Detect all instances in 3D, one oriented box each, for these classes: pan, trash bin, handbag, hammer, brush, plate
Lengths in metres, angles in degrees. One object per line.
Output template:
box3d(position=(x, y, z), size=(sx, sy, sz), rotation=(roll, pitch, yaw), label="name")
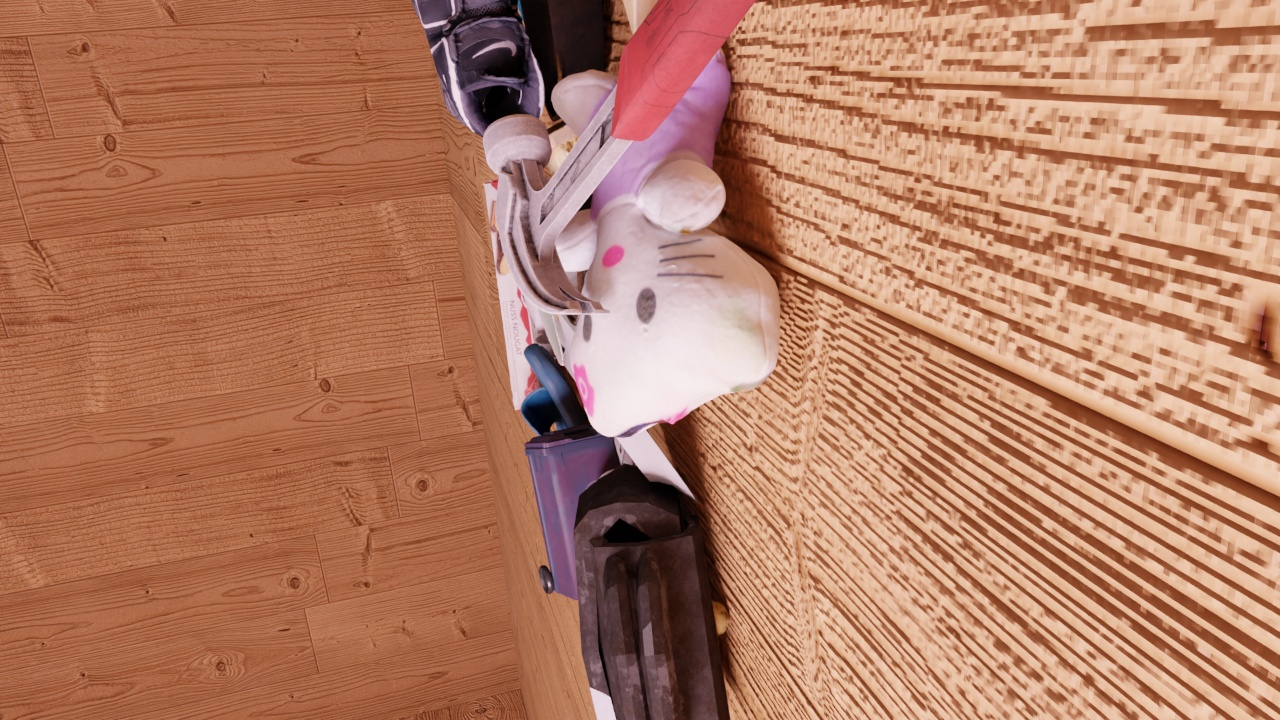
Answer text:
box3d(position=(-0.067, -0.339, 0.666), size=(0.357, 0.043, 0.248), rotation=(93, 163, -61), label="pan")
box3d(position=(-0.056, 0.146, 0.912), size=(0.092, 0.093, 0.161), rotation=(167, 92, -67), label="trash bin")
box3d(position=(0.011, 0.187, 0.643), size=(0.199, 0.102, 0.197), rotation=(-72, -26, -85), label="handbag")
box3d(position=(0.012, -0.126, 0.377), size=(0.317, 0.036, 0.126), rotation=(-41, 57, 50), label="hammer")
box3d(position=(-0.067, -0.195, 0.822), size=(0.039, 0.049, 0.117), rotation=(60, 169, -14), label="brush")
box3d(position=(-0.017, 0.039, 0.665), size=(0.173, 0.019, 0.173), rotation=(54, 177, 3), label="plate")

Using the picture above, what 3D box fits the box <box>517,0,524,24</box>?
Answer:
box3d(position=(-0.124, -0.449, 0.836), size=(0.167, 0.075, 0.244), rotation=(36, 143, 27), label="box")

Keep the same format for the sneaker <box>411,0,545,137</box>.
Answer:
box3d(position=(-0.128, -0.273, 0.713), size=(0.150, 0.097, 0.253), rotation=(-117, 15, -45), label="sneaker")

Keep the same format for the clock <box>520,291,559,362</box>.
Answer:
box3d(position=(-0.096, -0.069, 1.008), size=(0.159, 0.061, 0.119), rotation=(91, 162, -52), label="clock")

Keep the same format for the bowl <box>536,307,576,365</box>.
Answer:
box3d(position=(-0.069, -0.087, 0.846), size=(0.174, 0.068, 0.174), rotation=(163, 91, -82), label="bowl")

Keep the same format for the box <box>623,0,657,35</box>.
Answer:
box3d(position=(0.007, -0.325, 0.402), size=(0.258, 0.076, 0.246), rotation=(111, 151, -53), label="box")

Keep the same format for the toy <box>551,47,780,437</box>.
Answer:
box3d(position=(0.009, -0.066, 0.495), size=(0.138, 0.085, 0.209), rotation=(-15, 76, 43), label="toy")

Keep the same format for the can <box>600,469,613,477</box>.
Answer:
box3d(position=(-0.009, 0.142, 0.820), size=(0.106, 0.044, 0.044), rotation=(-122, 26, -57), label="can")

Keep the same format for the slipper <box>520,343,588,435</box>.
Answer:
box3d(position=(-0.093, 0.064, 1.012), size=(0.103, 0.059, 0.214), rotation=(52, 166, 33), label="slipper")

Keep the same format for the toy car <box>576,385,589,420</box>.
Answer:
box3d(position=(-0.046, 0.035, 0.933), size=(0.090, 0.025, 0.038), rotation=(124, 134, -73), label="toy car")

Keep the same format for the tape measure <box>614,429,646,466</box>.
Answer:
box3d(position=(-0.008, 0.076, 0.821), size=(0.062, 0.020, 0.060), rotation=(95, 160, -45), label="tape measure")

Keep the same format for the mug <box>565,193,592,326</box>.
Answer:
box3d(position=(-0.015, -0.072, 0.621), size=(0.111, 0.081, 0.085), rotation=(-164, 66, -75), label="mug")

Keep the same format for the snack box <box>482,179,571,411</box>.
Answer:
box3d(position=(-0.134, -0.080, 1.103), size=(0.076, 0.044, 0.273), rotation=(-21, -75, -67), label="snack box")
